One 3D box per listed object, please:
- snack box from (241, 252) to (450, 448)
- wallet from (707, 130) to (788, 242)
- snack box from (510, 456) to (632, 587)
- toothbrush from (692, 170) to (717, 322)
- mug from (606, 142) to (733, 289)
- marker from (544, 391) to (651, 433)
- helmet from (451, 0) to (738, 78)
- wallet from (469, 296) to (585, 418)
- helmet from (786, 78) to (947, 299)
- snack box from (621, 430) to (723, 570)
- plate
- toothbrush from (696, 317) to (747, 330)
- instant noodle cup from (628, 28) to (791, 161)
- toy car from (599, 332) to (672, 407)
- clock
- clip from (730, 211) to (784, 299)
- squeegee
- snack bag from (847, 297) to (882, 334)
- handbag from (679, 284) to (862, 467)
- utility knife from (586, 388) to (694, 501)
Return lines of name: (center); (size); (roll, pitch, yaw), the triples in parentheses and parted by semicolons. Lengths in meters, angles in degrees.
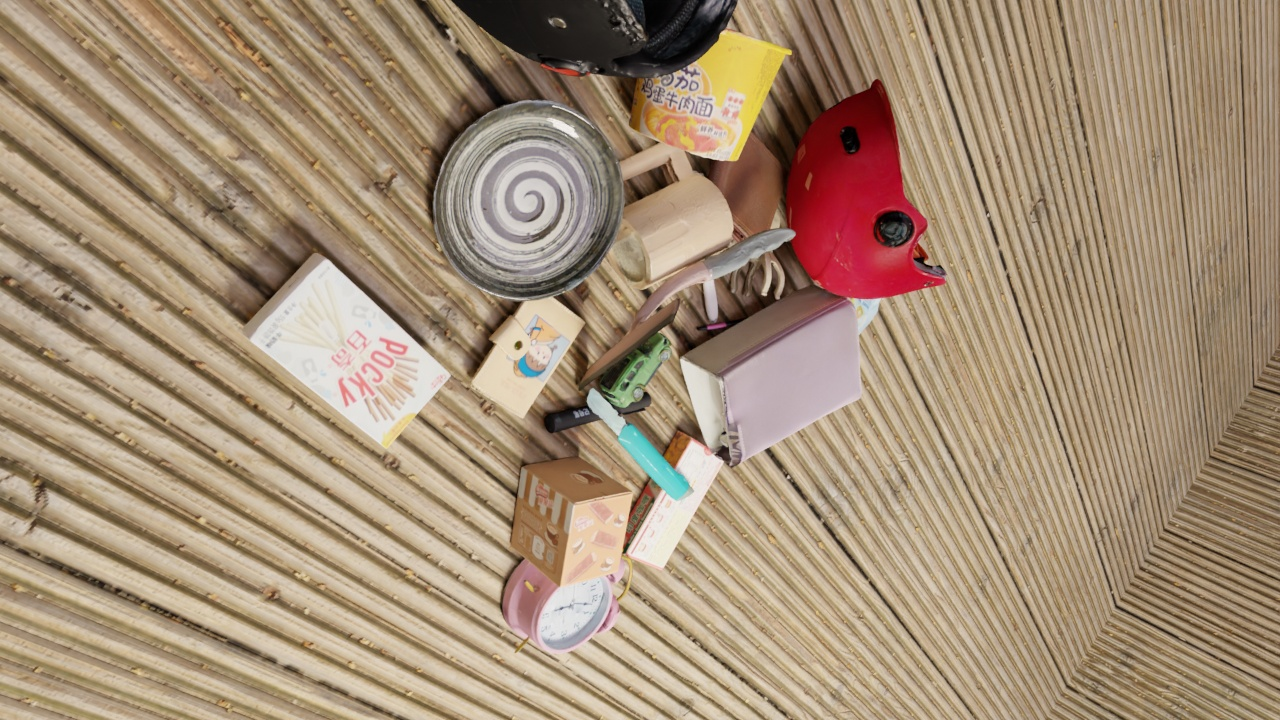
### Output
snack box: (-0.234, -0.005, 0.746); (0.084, 0.027, 0.157); (-51, 131, -13)
wallet: (0.110, -0.186, 0.975); (0.124, 0.032, 0.101); (29, 77, -52)
snack box: (-0.071, 0.163, 0.939); (0.076, 0.093, 0.094); (-5, 112, -41)
toothbrush: (0.071, -0.119, 0.992); (0.016, 0.016, 0.180); (-29, 126, -28)
mug: (0.018, -0.144, 0.898); (0.103, 0.084, 0.124); (-30, 102, -27)
marker: (-0.043, 0.054, 0.968); (0.131, 0.020, 0.022); (-12, 133, -39)
helmet: (-0.044, -0.327, 0.647); (0.274, 0.230, 0.233); (28, 83, -53)
wallet: (-0.110, -0.010, 0.878); (0.115, 0.024, 0.087); (-56, 140, -5)
helmet: (0.227, -0.170, 0.998); (0.144, 0.206, 0.240); (-18, 129, 13)
snack box: (0.035, 0.167, 1.084); (0.077, 0.027, 0.155); (33, 86, -45)
plate: (-0.098, -0.139, 0.813); (0.179, 0.024, 0.180); (-11, 115, -24)
toothbrush: (0.137, -0.052, 1.085); (0.188, 0.014, 0.018); (-10, 106, -38)
instant noodle cup: (0.055, -0.252, 0.843); (0.137, 0.138, 0.110); (-1, 118, -42)
toy car: (-0.006, 0.006, 0.962); (0.091, 0.043, 0.036); (-52, 134, -11)
clock: (-0.072, 0.256, 1.006); (0.158, 0.060, 0.117); (-10, 116, -41)
clip: (0.145, -0.112, 1.027); (0.035, 0.092, 0.103); (13, 111, -44)
squeegee: (0.059, -0.077, 0.889); (0.249, 0.248, 0.040); (-35, 90, -27)
snack bag: (0.260, -0.045, 1.181); (0.110, 0.039, 0.191); (33, 84, -40)
handbag: (0.155, 0.018, 1.060); (0.196, 0.098, 0.145); (-28, 119, -20)
utility knife: (0.001, 0.096, 1.001); (0.029, 0.013, 0.216); (-48, 130, -10)
